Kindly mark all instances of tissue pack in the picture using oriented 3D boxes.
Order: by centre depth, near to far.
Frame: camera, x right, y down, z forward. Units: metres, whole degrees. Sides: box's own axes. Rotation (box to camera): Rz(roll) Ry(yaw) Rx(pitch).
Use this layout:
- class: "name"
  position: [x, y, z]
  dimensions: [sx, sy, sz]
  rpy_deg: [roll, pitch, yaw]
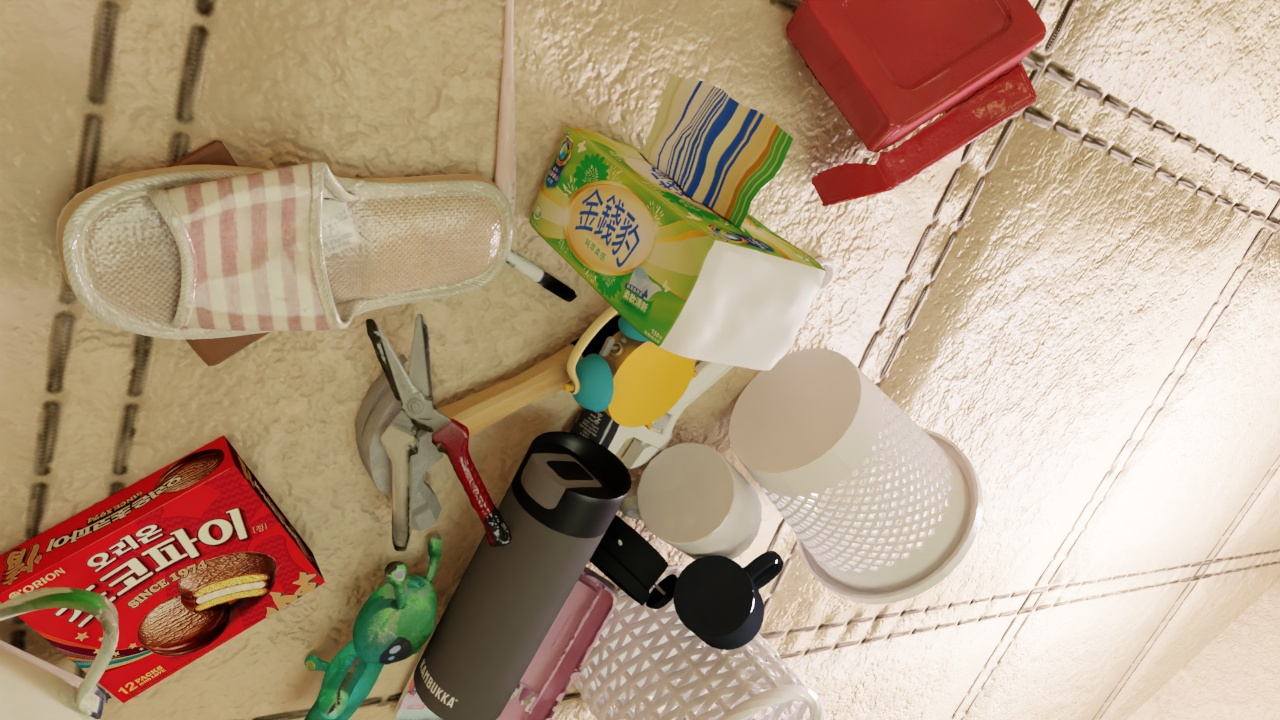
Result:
- class: "tissue pack"
  position: [0.030, -0.104, 0.594]
  dimensions: [0.120, 0.198, 0.142]
  rpy_deg: [5, 119, -45]

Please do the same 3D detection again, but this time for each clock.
- class: "clock"
  position: [-0.004, 0.004, 0.705]
  dimensions: [0.099, 0.044, 0.129]
  rpy_deg: [-49, 141, -1]
- class: "clock"
  position: [-0.012, 0.184, 0.840]
  dimensions: [0.042, 0.091, 0.121]
  rpy_deg: [-48, 129, -14]

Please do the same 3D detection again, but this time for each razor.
- class: "razor"
  position: [-0.055, 0.088, 0.776]
  dimensions: [0.143, 0.047, 0.052]
  rpy_deg: [-61, 158, 10]

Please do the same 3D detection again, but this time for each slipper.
- class: "slipper"
  position: [-0.190, -0.067, 0.544]
  dimensions: [0.262, 0.052, 0.115]
  rpy_deg: [-10, 124, -34]

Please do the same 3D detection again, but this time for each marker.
- class: "marker"
  position: [-0.097, -0.076, 0.653]
  dimensions: [0.011, 0.011, 0.152]
  rpy_deg: [-52, 135, 6]

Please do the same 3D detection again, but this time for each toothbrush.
- class: "toothbrush"
  position: [-0.084, -0.169, 0.593]
  dimensions: [0.015, 0.018, 0.181]
  rpy_deg: [-12, 127, -29]

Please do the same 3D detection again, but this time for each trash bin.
- class: "trash bin"
  position: [0.193, 0.100, 0.877]
  dimensions: [0.195, 0.195, 0.199]
  rpy_deg: [-46, 126, -1]

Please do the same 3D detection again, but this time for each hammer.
- class: "hammer"
  position: [-0.061, 0.008, 0.719]
  dimensions: [0.327, 0.039, 0.131]
  rpy_deg: [-27, 131, -19]

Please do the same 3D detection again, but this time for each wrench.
- class: "wrench"
  position: [0.074, -0.001, 0.825]
  dimensions: [0.273, 0.018, 0.066]
  rpy_deg: [-41, 134, -7]

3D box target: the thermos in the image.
- class: "thermos"
  position: [-0.097, 0.175, 0.730]
  dimensions: [0.082, 0.082, 0.241]
  rpy_deg: [11, 116, -40]

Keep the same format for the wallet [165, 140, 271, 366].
- class: "wallet"
  position: [-0.254, -0.060, 0.547]
  dimensions: [0.087, 0.013, 0.121]
  rpy_deg: [-34, 134, -12]

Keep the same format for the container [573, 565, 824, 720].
- class: "container"
  position: [0.053, 0.337, 0.921]
  dimensions: [0.189, 0.187, 0.190]
  rpy_deg: [-19, 129, -25]

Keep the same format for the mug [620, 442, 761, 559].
- class: "mug"
  position: [0.041, 0.134, 0.841]
  dimensions: [0.121, 0.091, 0.090]
  rpy_deg: [-9, 155, 20]

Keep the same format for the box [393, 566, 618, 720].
- class: "box"
  position: [-0.123, 0.263, 0.848]
  dimensions: [0.153, 0.066, 0.202]
  rpy_deg: [25, 104, -16]

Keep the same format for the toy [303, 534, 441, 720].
- class: "toy"
  position: [-0.219, 0.230, 0.739]
  dimensions: [0.193, 0.072, 0.130]
  rpy_deg: [-55, 173, 12]

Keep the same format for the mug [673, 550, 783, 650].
- class: "mug"
  position: [0.085, 0.210, 0.831]
  dimensions: [0.105, 0.071, 0.077]
  rpy_deg: [-37, 152, -4]

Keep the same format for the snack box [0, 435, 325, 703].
- class: "snack box"
  position: [-0.318, 0.144, 0.624]
  dimensions: [0.152, 0.036, 0.133]
  rpy_deg: [-30, 133, -16]

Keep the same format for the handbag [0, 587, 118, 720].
- class: "handbag"
  position: [-0.393, 0.197, 0.547]
  dimensions: [0.176, 0.074, 0.151]
  rpy_deg: [-32, 129, 4]

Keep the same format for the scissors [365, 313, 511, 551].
- class: "scissors"
  position: [-0.146, 0.066, 0.639]
  dimensions: [0.185, 0.015, 0.180]
  rpy_deg: [35, 116, -15]

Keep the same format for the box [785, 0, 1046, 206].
- class: "box"
  position: [0.201, -0.232, 0.713]
  dimensions: [0.156, 0.157, 0.170]
  rpy_deg: [-33, 106, -14]
